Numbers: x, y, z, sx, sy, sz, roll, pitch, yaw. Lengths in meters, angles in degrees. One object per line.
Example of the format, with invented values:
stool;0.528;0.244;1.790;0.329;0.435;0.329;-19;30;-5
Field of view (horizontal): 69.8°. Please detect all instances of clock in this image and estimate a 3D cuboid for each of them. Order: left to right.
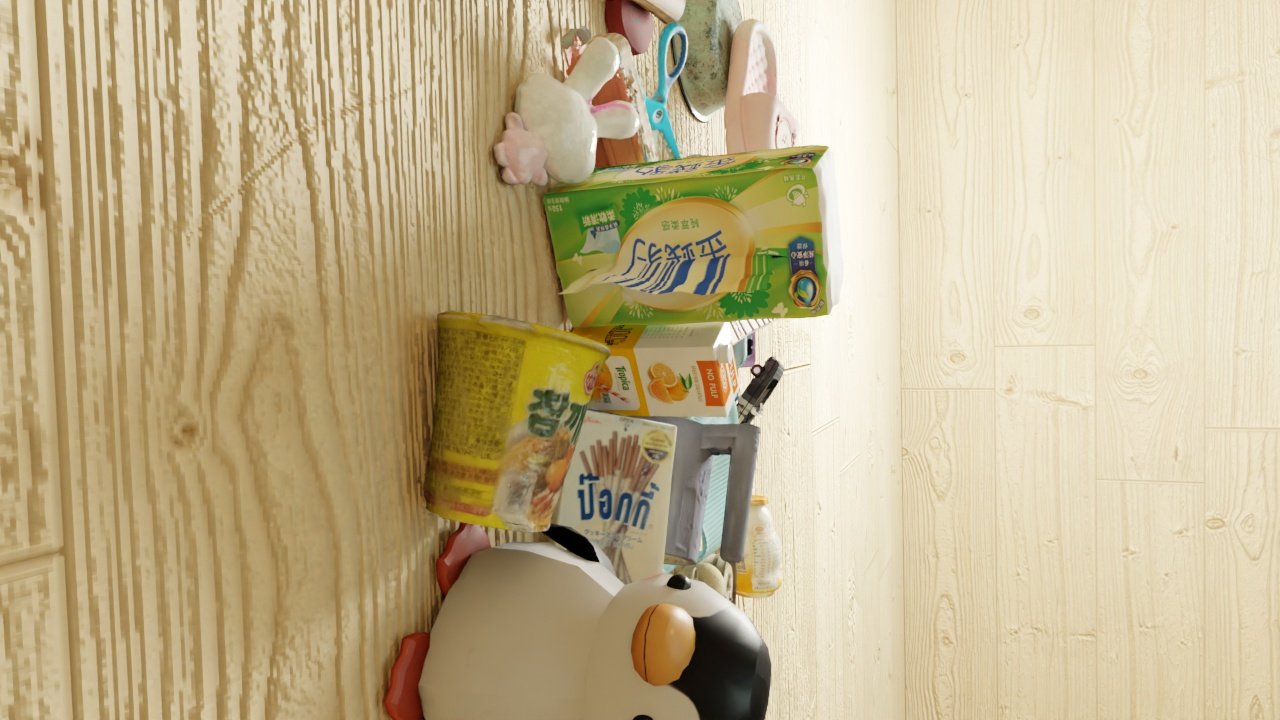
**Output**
clock;0.056;0.220;0.862;0.141;0.055;0.092;63;33;-60

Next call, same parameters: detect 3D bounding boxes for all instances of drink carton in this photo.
drink carton;0.010;0.005;0.661;0.040;0.123;0.059;-59;142;-52

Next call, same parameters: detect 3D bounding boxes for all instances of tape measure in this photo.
tape measure;-0.012;-0.280;0.750;0.059;0.019;0.051;51;45;-46

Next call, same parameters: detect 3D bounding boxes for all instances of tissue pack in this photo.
tissue pack;0.030;-0.072;0.614;0.141;0.198;0.120;-53;131;-59

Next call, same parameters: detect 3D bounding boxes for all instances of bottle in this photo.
bottle;0.126;0.206;1.020;0.063;0.063;0.109;-1;90;-68

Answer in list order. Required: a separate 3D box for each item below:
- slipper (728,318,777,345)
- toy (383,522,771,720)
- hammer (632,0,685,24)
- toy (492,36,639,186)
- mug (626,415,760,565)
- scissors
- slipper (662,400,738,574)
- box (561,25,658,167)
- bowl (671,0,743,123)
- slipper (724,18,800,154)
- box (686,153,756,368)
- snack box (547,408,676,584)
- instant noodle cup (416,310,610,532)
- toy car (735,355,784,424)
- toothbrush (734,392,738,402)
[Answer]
slipper;0.059;-0.051;0.832;0.238;0.065;0.094;-35;100;-56
toy;-0.017;0.175;0.509;0.140;0.184;0.158;68;31;-44
hammer;-0.040;-0.295;0.636;0.304;0.040;0.132;-10;100;-64
toy;-0.053;-0.156;0.610;0.125;0.037;0.076;-45;125;-27
mug;0.030;0.101;0.709;0.083;0.124;0.103;35;58;-53
scissors;0.019;-0.221;0.784;0.113;0.013;0.140;-51;142;-13
slipper;0.064;0.105;0.869;0.275;0.070;0.116;-46;128;-61
box;-0.011;-0.163;0.705;0.076;0.054;0.187;-115;-174;-52
bowl;0.075;-0.326;0.937;0.157;0.039;0.157;0;90;-68
slipper;0.125;-0.238;0.914;0.106;0.056;0.221;26;59;-55
box;0.087;-0.096;0.942;0.139;0.062;0.214;0;89;-64
snack box;-0.022;0.112;0.644;0.026;0.082;0.149;146;-47;-65
instant noodle cup;-0.074;0.034;0.505;0.102;0.102;0.108;22;77;-66
toy car;0.132;0.039;1.037;0.092;0.037;0.040;-56;156;2
toothbrush;0.097;-0.036;1.015;0.014;0.016;0.166;-9;97;-67
